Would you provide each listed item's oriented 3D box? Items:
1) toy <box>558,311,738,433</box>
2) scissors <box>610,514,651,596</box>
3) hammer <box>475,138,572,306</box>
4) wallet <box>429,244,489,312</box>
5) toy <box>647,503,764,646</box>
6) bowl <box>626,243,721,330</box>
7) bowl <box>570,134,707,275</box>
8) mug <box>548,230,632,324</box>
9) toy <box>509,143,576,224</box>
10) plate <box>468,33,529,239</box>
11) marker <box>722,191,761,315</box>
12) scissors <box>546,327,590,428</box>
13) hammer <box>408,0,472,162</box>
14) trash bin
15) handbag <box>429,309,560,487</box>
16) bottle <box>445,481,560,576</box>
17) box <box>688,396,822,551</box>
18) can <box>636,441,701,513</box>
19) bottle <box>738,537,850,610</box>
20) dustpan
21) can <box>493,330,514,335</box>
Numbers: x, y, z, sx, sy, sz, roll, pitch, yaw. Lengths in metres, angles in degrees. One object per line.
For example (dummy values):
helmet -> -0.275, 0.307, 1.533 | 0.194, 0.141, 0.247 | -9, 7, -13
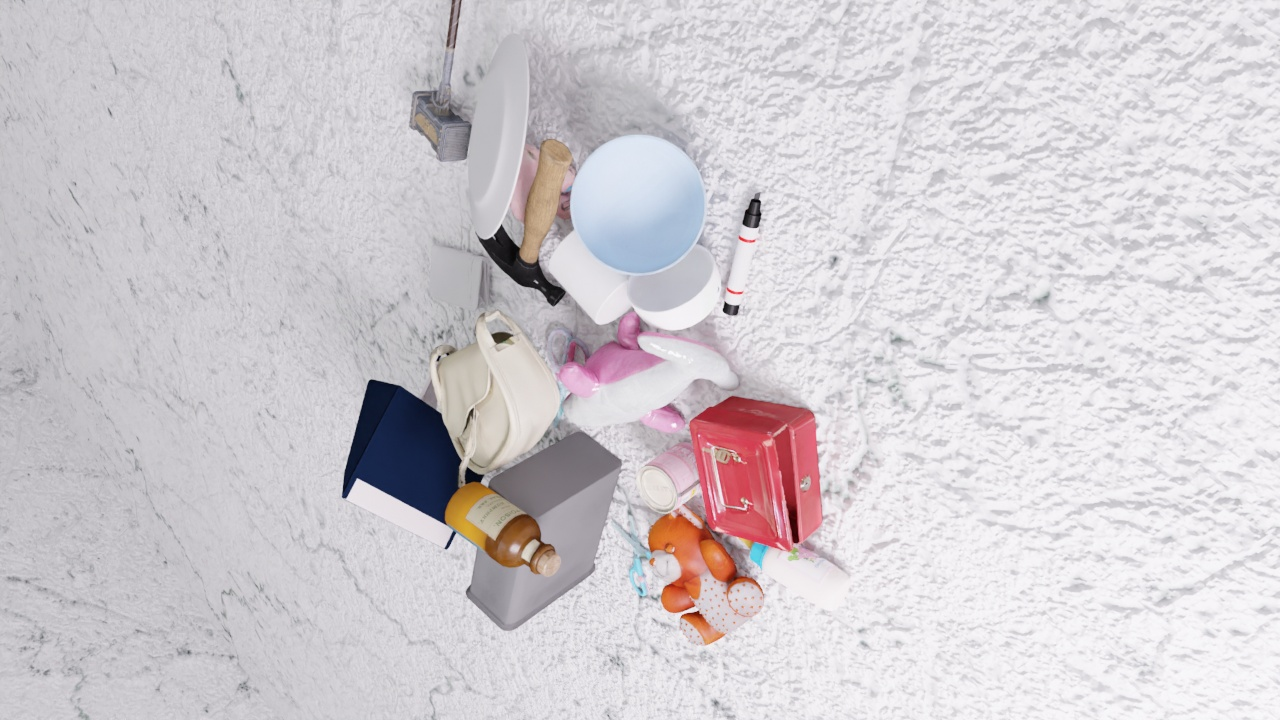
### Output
toy -> -0.007, 0.007, 1.119 | 0.266, 0.186, 0.127 | -21, 53, 47
scissors -> 0.010, 0.280, 1.293 | 0.126, 0.015, 0.136 | 6, 119, 40
hammer -> -0.126, -0.169, 1.087 | 0.132, 0.040, 0.306 | 40, 156, 2
wallet -> -0.261, -0.121, 1.336 | 0.116, 0.032, 0.086 | 23, 114, 36
toy -> 0.072, 0.271, 1.174 | 0.172, 0.092, 0.164 | 51, 141, 14
bowl -> 0.042, -0.077, 1.028 | 0.105, 0.104, 0.054 | 15, 151, 38
bowl -> 0.005, -0.173, 1.012 | 0.151, 0.074, 0.151 | 3, 105, 13
mug -> -0.038, -0.117, 1.090 | 0.090, 0.090, 0.121 | 48, 118, 14
toy -> -0.124, -0.215, 1.145 | 0.105, 0.053, 0.108 | 16, 125, 26
plate -> -0.179, -0.268, 1.099 | 0.243, 0.016, 0.242 | -175, 90, -66
marker -> 0.112, -0.115, 0.997 | 0.019, 0.019, 0.146 | 31, 128, 28
scissors -> -0.109, 0.031, 1.282 | 0.076, 0.017, 0.174 | 33, 133, 22
hammer -> -0.232, -0.412, 1.136 | 0.098, 0.044, 0.323 | 49, 137, 33
trash bin -> -0.134, 0.236, 1.278 | 0.097, 0.191, 0.220 | 35, 129, 26
handbag -> -0.205, 0.053, 1.160 | 0.230, 0.131, 0.184 | -22, 100, 54
bottle -> -0.162, 0.211, 1.115 | 0.157, 0.067, 0.068 | 27, 126, 31
box -> 0.130, 0.129, 1.054 | 0.129, 0.086, 0.158 | 8, 116, 39
can -> 0.043, 0.146, 1.149 | 0.067, 0.076, 0.067 | 21, 123, 35
bottle -> 0.176, 0.241, 1.092 | 0.146, 0.051, 0.051 | 27, 126, 31
dustpan -> -0.327, 0.112, 1.380 | 0.080, 0.272, 0.236 | 12, 159, 35
can -> -0.219, 0.031, 1.326 | 0.088, 0.088, 0.166 | 53, 136, 9
